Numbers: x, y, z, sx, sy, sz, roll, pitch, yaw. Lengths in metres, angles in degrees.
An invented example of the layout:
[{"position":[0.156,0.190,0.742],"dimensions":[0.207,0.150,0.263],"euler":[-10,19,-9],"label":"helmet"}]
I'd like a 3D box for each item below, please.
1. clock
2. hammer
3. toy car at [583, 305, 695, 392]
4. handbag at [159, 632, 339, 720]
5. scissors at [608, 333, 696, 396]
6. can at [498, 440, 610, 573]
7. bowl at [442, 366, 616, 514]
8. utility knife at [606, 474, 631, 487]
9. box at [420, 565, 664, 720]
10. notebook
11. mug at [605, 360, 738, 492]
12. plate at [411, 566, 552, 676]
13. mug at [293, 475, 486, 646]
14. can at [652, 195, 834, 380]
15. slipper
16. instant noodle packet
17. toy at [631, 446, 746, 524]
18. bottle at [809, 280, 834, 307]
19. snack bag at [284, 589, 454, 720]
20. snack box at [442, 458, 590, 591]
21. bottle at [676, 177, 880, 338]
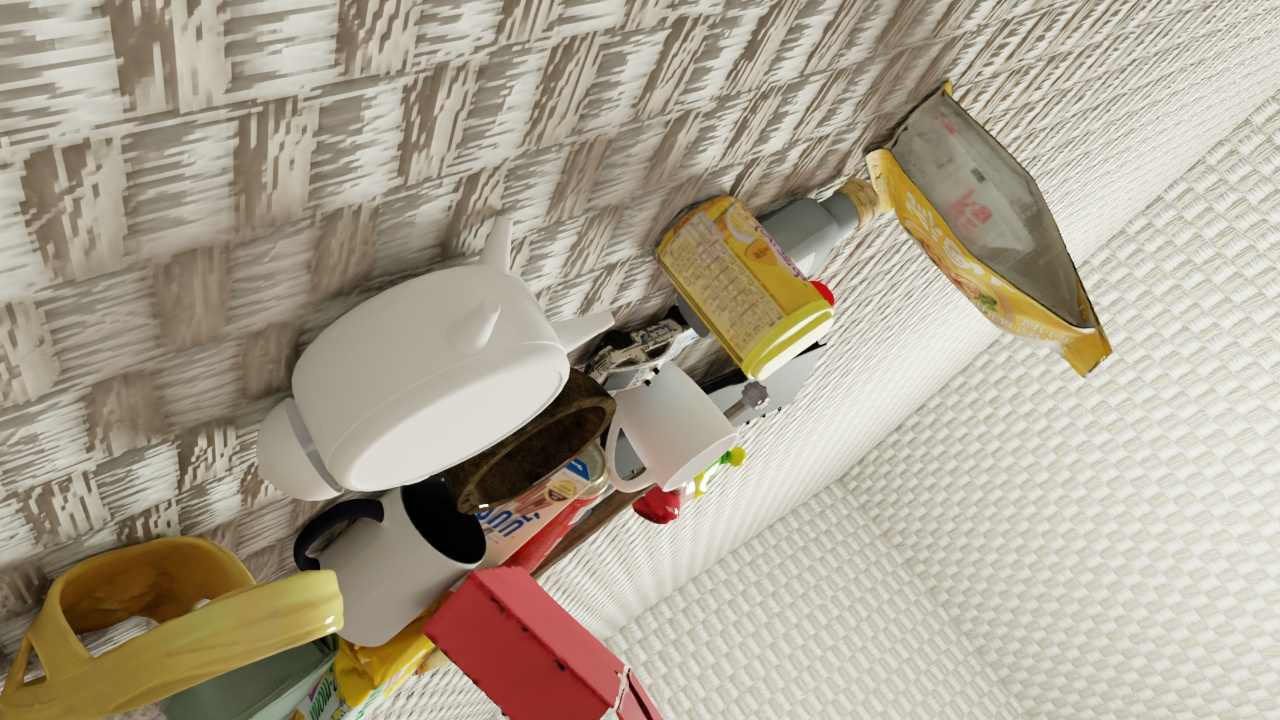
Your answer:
[{"position":[-0.106,0.005,0.451],"dimensions":[0.161,0.073,0.125],"euler":[-36,165,22],"label":"clock"},{"position":[-0.007,0.123,0.865],"dimensions":[0.317,0.028,0.147],"euler":[-39,-166,6],"label":"hammer"},{"position":[0.006,-0.005,0.679],"dimensions":[0.112,0.040,0.049],"euler":[-25,160,-38],"label":"toy car"},{"position":[-0.292,0.241,0.685],"dimensions":[0.105,0.067,0.122],"euler":[-26,162,-47],"label":"handbag"},{"position":[-0.001,0.001,0.732],"dimensions":[0.141,0.014,0.090],"euler":[-30,160,-13],"label":"scissors"},{"position":[-0.089,0.128,0.795],"dimensions":[0.067,0.067,0.171],"euler":[-20,156,-45],"label":"can"},{"position":[-0.081,0.041,0.596],"dimensions":[0.121,0.056,0.121],"euler":[-34,163,-12],"label":"bowl"},{"position":[-0.070,0.140,0.958],"dimensions":[0.031,0.015,0.208],"euler":[-42,160,29],"label":"utility knife"},{"position":[-0.033,0.288,0.673],"dimensions":[0.124,0.315,0.211],"euler":[-25,170,-3],"label":"box"},{"position":[0.066,0.054,0.931],"dimensions":[0.231,0.019,0.169],"euler":[-22,160,-12],"label":"notebook"},{"position":[0.013,0.063,0.790],"dimensions":[0.114,0.087,0.081],"euler":[-32,163,-18],"label":"mug"},{"position":[-0.164,0.259,0.981],"dimensions":[0.186,0.016,0.188],"euler":[-41,-178,-38],"label":"plate"},{"position":[-0.179,0.131,0.627],"dimensions":[0.097,0.078,0.112],"euler":[-41,135,13],"label":"mug"},{"position":[0.064,-0.046,0.572],"dimensions":[0.067,0.105,0.068],"euler":[-34,163,-12],"label":"can"},{"position":[-0.244,0.129,0.456],"dimensions":[0.264,0.078,0.099],"euler":[-23,172,37],"label":"slipper"},{"position":[0.273,-0.081,0.703],"dimensions":[0.084,0.221,0.163],"euler":[-37,163,9],"label":"instant noodle packet"},{"position":[0.055,0.141,1.098],"dimensions":[0.131,0.097,0.124],"euler":[-55,175,-23],"label":"toy"},{"position":[0.143,-0.029,0.899],"dimensions":[0.036,0.036,0.119],"euler":[-22,158,-42],"label":"bottle"},{"position":[-0.231,0.254,0.811],"dimensions":[0.159,0.068,0.248],"euler":[-34,168,-50],"label":"snack bag"},{"position":[-0.118,0.115,0.700],"dimensions":[0.150,0.026,0.082],"euler":[-42,124,17],"label":"snack box"},{"position":[0.103,-0.080,0.664],"dimensions":[0.161,0.046,0.072],"euler":[-33,163,-14],"label":"bottle"}]
